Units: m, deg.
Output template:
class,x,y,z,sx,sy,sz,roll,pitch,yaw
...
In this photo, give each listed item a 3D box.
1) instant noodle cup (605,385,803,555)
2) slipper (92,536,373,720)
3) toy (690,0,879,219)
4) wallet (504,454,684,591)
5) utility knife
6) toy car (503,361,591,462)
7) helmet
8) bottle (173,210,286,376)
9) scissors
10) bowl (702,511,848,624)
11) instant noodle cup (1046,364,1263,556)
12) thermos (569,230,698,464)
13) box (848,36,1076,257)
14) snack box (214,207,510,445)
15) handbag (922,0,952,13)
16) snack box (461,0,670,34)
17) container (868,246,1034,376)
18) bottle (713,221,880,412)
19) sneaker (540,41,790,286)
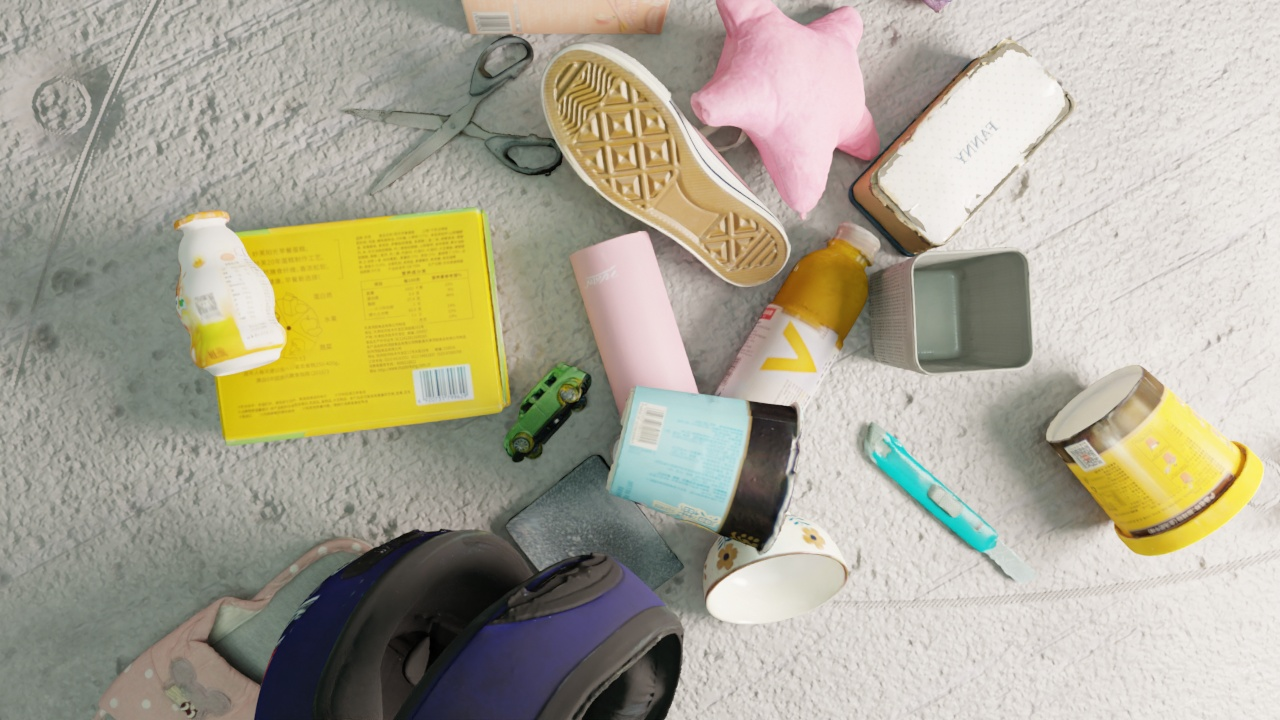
class,x,y,z,sx,sy,sz,roll,pitch,yaw
instant noodle cup,0.041,0.070,0.650,0.120,0.111,0.111,13,90,0
slipper,-0.310,0.241,0.710,0.274,0.054,0.114,-37,94,-4
toy,0.113,-0.198,0.706,0.194,0.075,0.178,-6,91,-36
wallet,-0.037,0.150,0.749,0.097,0.019,0.121,-37,93,-5
utility knife,0.260,0.123,0.772,0.196,0.013,0.029,41,88,-4
toy car,-0.075,0.042,0.729,0.036,0.043,0.091,37,80,11
helmet,-0.131,0.232,0.619,0.240,0.246,0.316,31,116,23
bottle,-0.286,-0.046,0.629,0.063,0.063,0.108,-16,92,-4
scissors,-0.143,-0.187,0.735,0.159,0.014,0.181,38,91,-2
bowl,0.102,0.156,0.727,0.113,0.114,0.062,-6,49,-4
instant noodle cup,0.403,0.075,0.736,0.118,0.118,0.114,-44,87,-3
thermos,-0.004,0.004,0.728,0.087,0.067,0.198,-15,95,28
box,0.254,-0.165,0.742,0.184,0.064,0.090,-44,93,0
snack box,-0.213,-0.027,0.703,0.210,0.070,0.157,-7,91,-4
handbag,0.216,-0.390,0.725,0.194,0.075,0.134,42,88,-4
snack box,-0.057,-0.278,0.702,0.157,0.084,0.026,-2,88,-5
container,0.234,-0.037,0.716,0.090,0.114,0.090,-3,92,-5
bottle,0.127,-0.021,0.731,0.068,0.068,0.189,31,89,-5
sneaker,0.020,-0.153,0.711,0.241,0.087,0.118,38,111,-23
